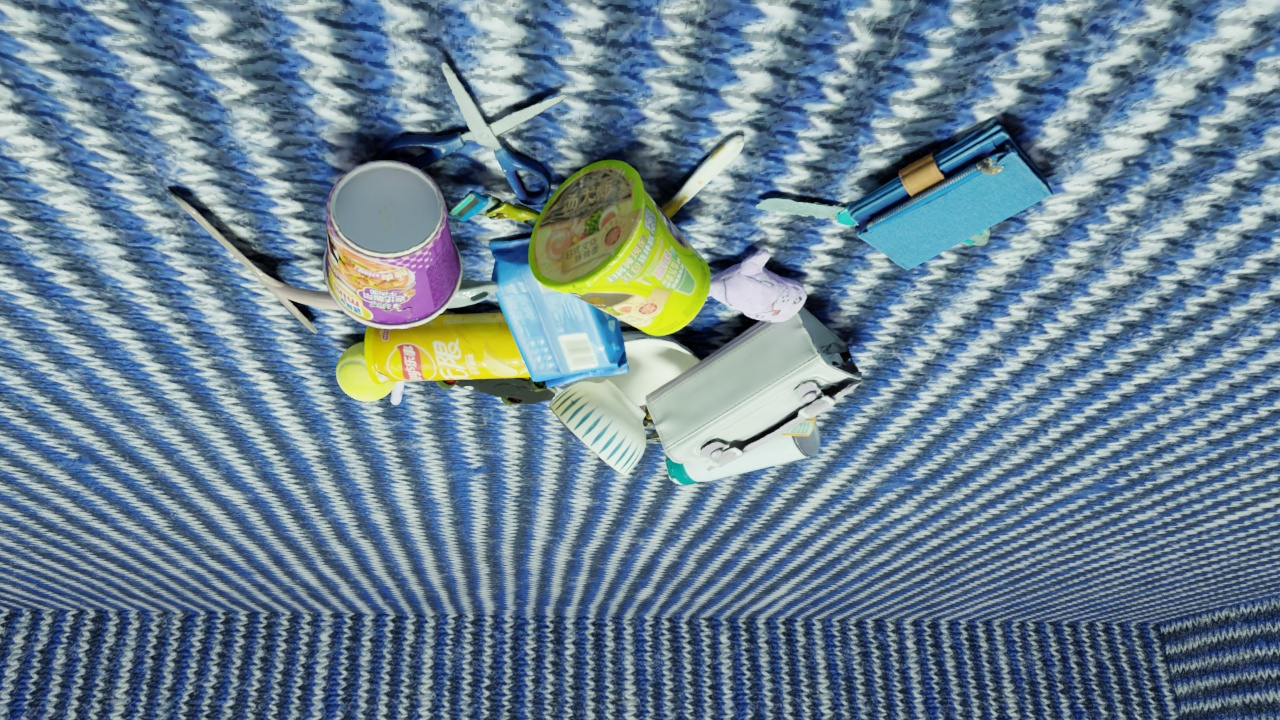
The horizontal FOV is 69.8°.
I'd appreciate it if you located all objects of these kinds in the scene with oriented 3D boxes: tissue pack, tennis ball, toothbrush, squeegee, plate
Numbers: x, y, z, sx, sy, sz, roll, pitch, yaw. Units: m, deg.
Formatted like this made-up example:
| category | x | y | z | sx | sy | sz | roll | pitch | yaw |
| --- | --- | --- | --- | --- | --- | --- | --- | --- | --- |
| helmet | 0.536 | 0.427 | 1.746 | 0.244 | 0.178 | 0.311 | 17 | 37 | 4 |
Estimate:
| category | x | y | z | sx | sy | sz | roll | pitch | yaw |
| --- | --- | --- | --- | --- | --- | --- | --- | --- | --- |
| tissue pack | -0.074 | -0.047 | 0.842 | 0.095 | 0.052 | 0.157 | -8 | 121 | 20 |
| tennis ball | -0.297 | 0.012 | 0.998 | 0.065 | 0.065 | 0.065 | 0 | 156 | 0 |
| toothbrush | 0.026 | -0.130 | 0.753 | 0.016 | 0.018 | 0.192 | 11 | 151 | -29 |
| squeegee | -0.249 | -0.063 | 0.822 | 0.250 | 0.040 | 0.248 | 4 | 156 | 10 |
| plate | -0.006 | 0.006 | 1.028 | 0.165 | 0.034 | 0.163 | -14 | 152 | 26 |
| toothbrush | -0.276 | 0.016 | 1.066 | 0.021 | 0.029 | 0.190 | 44 | 151 | 1 |

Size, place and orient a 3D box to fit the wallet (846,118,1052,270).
| category | x | y | z | sx | sy | sz | roll | pitch | yaw |
| --- | --- | --- | --- | --- | --- | --- | --- | --- | --- |
| wallet | 0.244 | -0.127 | 0.729 | 0.133 | 0.040 | 0.106 | -30 | 145 | 32 |

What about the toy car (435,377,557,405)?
| category | x | y | z | sx | sy | sz | roll | pitch | yaw |
| --- | --- | --- | --- | --- | --- | --- | --- | --- | --- |
| toy car | -0.166 | 0.016 | 1.037 | 0.155 | 0.041 | 0.071 | 20 | 149 | -35 |

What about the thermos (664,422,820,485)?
| category | x | y | z | sx | sy | sz | roll | pitch | yaw |
| --- | --- | --- | --- | --- | --- | --- | --- | --- | --- |
| thermos | 0.132 | 0.122 | 1.252 | 0.225 | 0.073 | 0.073 | -20 | 149 | 37 |

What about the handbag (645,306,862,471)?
| category | x | y | z | sx | sy | sz | roll | pitch | yaw |
| --- | --- | --- | --- | --- | --- | --- | --- | --- | --- |
| handbag | 0.126 | 0.038 | 0.983 | 0.197 | 0.098 | 0.144 | -33 | 155 | 23 |

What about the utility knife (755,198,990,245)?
| category | x | y | z | sx | sy | sz | roll | pitch | yaw |
| --- | --- | --- | --- | --- | --- | --- | --- | --- | --- |
| utility knife | 0.203 | -0.118 | 0.781 | 0.223 | 0.013 | 0.029 | 6 | 152 | -14 |

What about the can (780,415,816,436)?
| category | x | y | z | sx | sy | sz | roll | pitch | yaw |
| --- | --- | --- | --- | --- | --- | --- | --- | --- | --- |
| can | 0.139 | 0.061 | 1.124 | 0.146 | 0.058 | 0.058 | 3 | 156 | -8 |

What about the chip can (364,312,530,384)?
| category | x | y | z | sx | sy | sz | roll | pitch | yaw |
| --- | --- | --- | --- | --- | --- | --- | --- | --- | --- |
| chip can | -0.167 | -0.015 | 0.936 | 0.213 | 0.072 | 0.072 | -3 | 156 | 2 |

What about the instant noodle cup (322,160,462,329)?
| category | x | y | z | sx | sy | sz | roll | pitch | yaw |
| --- | --- | --- | --- | --- | --- | --- | --- | --- | --- |
| instant noodle cup | -0.193 | -0.093 | 0.704 | 0.111 | 0.111 | 0.099 | 4 | 159 | -9 |

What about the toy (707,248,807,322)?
| category | x | y | z | sx | sy | sz | roll | pitch | yaw |
| --- | --- | --- | --- | --- | --- | --- | --- | --- | --- |
| toy | 0.114 | -0.066 | 0.865 | 0.084 | 0.038 | 0.108 | -30 | 142 | 33 |

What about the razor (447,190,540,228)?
| category | x | y | z | sx | sy | sz | roll | pitch | yaw |
| --- | --- | --- | --- | --- | --- | --- | --- | --- | --- |
| razor | -0.083 | -0.112 | 0.752 | 0.142 | 0.022 | 0.043 | 17 | 158 | -31 |

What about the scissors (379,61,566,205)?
| category | x | y | z | sx | sy | sz | roll | pitch | yaw |
| --- | --- | --- | --- | --- | --- | --- | --- | --- | --- |
| scissors | -0.122 | -0.161 | 0.680 | 0.162 | 0.012 | 0.173 | -5 | 157 | 12 |

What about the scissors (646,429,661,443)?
| category | x | y | z | sx | sy | sz | roll | pitch | yaw |
| --- | --- | --- | --- | --- | --- | --- | --- | --- | --- |
| scissors | 0.037 | 0.095 | 1.156 | 0.227 | 0.015 | 0.189 | 1 | -179 | -7 |

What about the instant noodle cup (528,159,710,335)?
| category | x | y | z | sx | sy | sz | roll | pitch | yaw |
| --- | --- | --- | --- | --- | --- | --- | --- | --- | --- |
| instant noodle cup | -0.007 | -0.079 | 0.733 | 0.112 | 0.111 | 0.123 | -17 | 146 | 33 |

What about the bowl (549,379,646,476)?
| category | x | y | z | sx | sy | sz | roll | pitch | yaw |
| --- | --- | --- | --- | --- | --- | --- | --- | --- | --- |
| bowl | -0.037 | 0.064 | 1.008 | 0.066 | 0.116 | 0.116 | -47 | 147 | 0 |

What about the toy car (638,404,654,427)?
| category | x | y | z | sx | sy | sz | roll | pitch | yaw |
| --- | --- | --- | --- | --- | --- | --- | --- | --- | --- |
| toy car | 0.012 | 0.062 | 1.155 | 0.056 | 0.037 | 0.123 | 14 | 165 | -33 |
